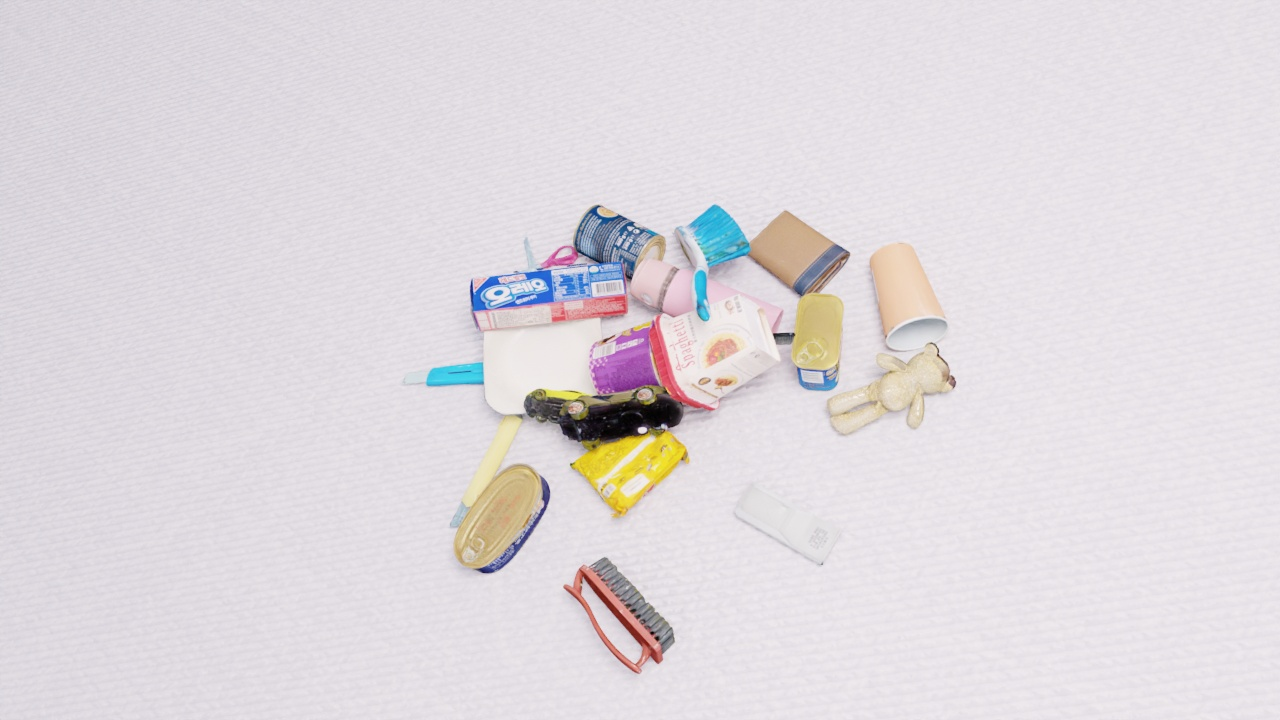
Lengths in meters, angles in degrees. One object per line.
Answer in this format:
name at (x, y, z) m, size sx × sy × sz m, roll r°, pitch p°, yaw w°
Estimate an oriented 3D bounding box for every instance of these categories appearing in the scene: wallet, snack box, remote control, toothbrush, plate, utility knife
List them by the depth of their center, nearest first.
remote control at (0.176, 0.194, 1.105) m, size 0.125 × 0.024 × 0.049 m, roll 27°, pitch 77°, yaw 22°
toothbrush at (0.117, -0.019, 1.171) m, size 0.189 × 0.014 × 0.016 m, roll -8°, pitch 82°, yaw 42°
utility knife at (-0.205, 0.141, 1.225) m, size 0.031 × 0.019 × 0.183 m, roll 19°, pitch 67°, yaw 25°
snack box at (-0.122, -0.086, 1.230) m, size 0.207 × 0.058 × 0.057 m, roll -7°, pitch 64°, yaw -3°
wallet at (0.210, -0.143, 1.235) m, size 0.090 × 0.033 × 0.115 m, roll -44°, pitch 64°, yaw -10°
plate at (-0.130, -0.002, 1.246) m, size 0.164 × 0.034 × 0.163 m, roll -4°, pitch 68°, yaw 0°
utility knife at (-0.250, 0.020, 1.287) m, size 0.182 × 0.018 × 0.034 m, roll -5°, pitch 69°, yaw 12°

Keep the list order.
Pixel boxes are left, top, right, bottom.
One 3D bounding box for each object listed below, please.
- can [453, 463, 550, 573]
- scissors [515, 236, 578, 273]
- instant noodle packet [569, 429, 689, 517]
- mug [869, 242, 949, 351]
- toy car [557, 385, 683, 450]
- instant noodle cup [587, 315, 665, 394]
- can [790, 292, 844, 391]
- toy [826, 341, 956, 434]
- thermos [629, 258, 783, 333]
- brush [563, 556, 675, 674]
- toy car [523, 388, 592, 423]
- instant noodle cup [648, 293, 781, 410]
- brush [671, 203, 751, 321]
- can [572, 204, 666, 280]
can at (-0.176, 0.203, 1.175) m, size 0.075 × 0.049 × 0.148 m, roll 30°, pitch 77°, yaw 23°
scissors at (-0.150, -0.129, 1.328) m, size 0.134 × 0.017 × 0.133 m, roll -20°, pitch 61°, yaw 9°
instant noodle packet at (-0.013, 0.130, 1.168) m, size 0.128 × 0.044 × 0.111 m, roll -41°, pitch 58°, yaw -9°
mug at (0.332, -0.083, 1.158) m, size 0.078 × 0.078 × 0.122 m, roll -14°, pitch 60°, yaw 8°
toy car at (-0.025, 0.068, 1.140) m, size 0.158 × 0.070 × 0.042 m, roll -10°, pitch 42°, yaw 8°
instant noodle cup at (-0.007, 0.007, 1.187) m, size 0.099 × 0.111 × 0.111 m, roll -14°, pitch 64°, yaw 23°
can at (0.224, -0.021, 1.150) m, size 0.057 × 0.083 × 0.102 m, roll 4°, pitch 69°, yaw 16°
toy at (0.303, 0.039, 1.123) m, size 0.157 × 0.066 × 0.105 m, roll -27°, pitch 96°, yaw 6°
thermos at (0.084, -0.069, 1.212) m, size 0.199 × 0.087 × 0.067 m, roll 22°, pitch 60°, yaw 15°
brush at (-0.028, 0.299, 1.090) m, size 0.069 × 0.063 × 0.146 m, roll -37°, pitch 62°, yaw -18°
toy car at (-0.097, 0.057, 1.182) m, size 0.105 × 0.048 × 0.032 m, roll 6°, pitch 42°, yaw 4°
instant noodle cup at (0.092, -0.014, 1.113) m, size 0.124 × 0.116 × 0.116 m, roll -27°, pitch 63°, yaw 24°
brush at (0.090, -0.125, 1.148) m, size 0.109 × 0.060 × 0.314 m, roll -23°, pitch 24°, yaw 0°
can at (-0.028, -0.161, 1.277) m, size 0.111 × 0.075 × 0.075 m, roll 29°, pitch 77°, yaw 23°
